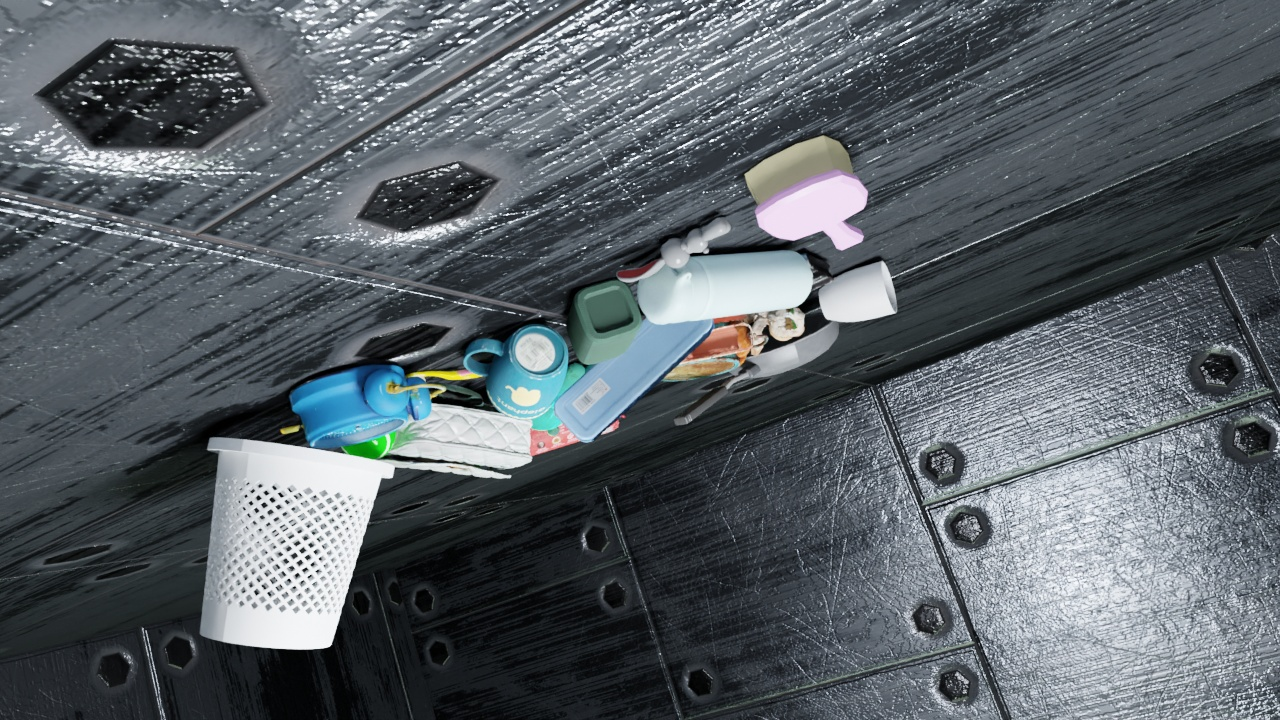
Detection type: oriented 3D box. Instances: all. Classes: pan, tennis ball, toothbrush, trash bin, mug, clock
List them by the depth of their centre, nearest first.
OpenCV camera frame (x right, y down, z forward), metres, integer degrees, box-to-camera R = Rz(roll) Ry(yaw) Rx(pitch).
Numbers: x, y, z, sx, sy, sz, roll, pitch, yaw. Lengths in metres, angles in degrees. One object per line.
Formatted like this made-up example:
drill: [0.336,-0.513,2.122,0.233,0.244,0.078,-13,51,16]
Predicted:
clock: [-0.280,0.043,0.943,0.161,0.060,0.116,-18,168,12]
mug: [-0.134,0.005,0.989,0.112,0.084,0.104,14,155,-13]
trash bin: [-0.384,0.199,0.996,0.195,0.199,0.195,7,168,1]
toothbrush: [-0.205,0.015,1.047,0.135,0.016,0.021,-8,160,-42]
tennis ball: [-0.320,0.086,1.072,0.065,0.065,0.065,-18,169,-4]
clock: [0.085,-0.024,1.184,0.157,0.073,0.121,-7,168,-2]
mug: [0.294,-0.094,1.245,0.090,0.071,0.107,-15,-161,24]
pan: [0.154,0.015,1.273,0.179,0.041,0.356,-13,-167,42]

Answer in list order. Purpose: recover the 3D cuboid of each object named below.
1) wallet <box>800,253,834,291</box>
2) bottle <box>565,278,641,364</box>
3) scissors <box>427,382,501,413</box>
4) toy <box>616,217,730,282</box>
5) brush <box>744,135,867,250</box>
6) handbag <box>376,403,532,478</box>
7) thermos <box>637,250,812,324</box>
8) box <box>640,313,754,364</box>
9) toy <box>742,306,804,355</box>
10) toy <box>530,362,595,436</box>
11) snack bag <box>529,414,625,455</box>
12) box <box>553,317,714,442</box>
wallet: [0.178,-0.098,1.105,0.089,0.026,0.114,-23,167,23]
bottle: [-0.043,-0.033,0.967,0.061,0.061,0.131,-18,169,-14]
scissors: [-0.244,0.062,1.169,0.202,0.015,0.201,-14,159,28]
toy: [0.033,-0.101,0.854,0.112,0.030,0.049,-28,-179,19]
brush: [0.163,-0.142,0.833,0.089,0.043,0.228,-23,168,21]
handbag: [-0.242,0.109,1.172,0.194,0.072,0.139,14,157,-42]
thermos: [0.089,-0.078,0.958,0.206,0.065,0.078,-10,146,-40]
box: [0.043,-0.030,1.090,0.187,0.085,0.048,-13,-166,1]
toy: [0.188,-0.052,1.210,0.085,0.074,0.106,-11,177,-10]
toy: [-0.113,0.059,1.288,0.130,0.072,0.194,-9,156,-39]
snack bag: [-0.112,0.091,1.416,0.176,0.082,0.082,-18,169,-6]
box: [-0.006,0.007,1.037,0.209,0.066,0.037,-43,168,-9]
